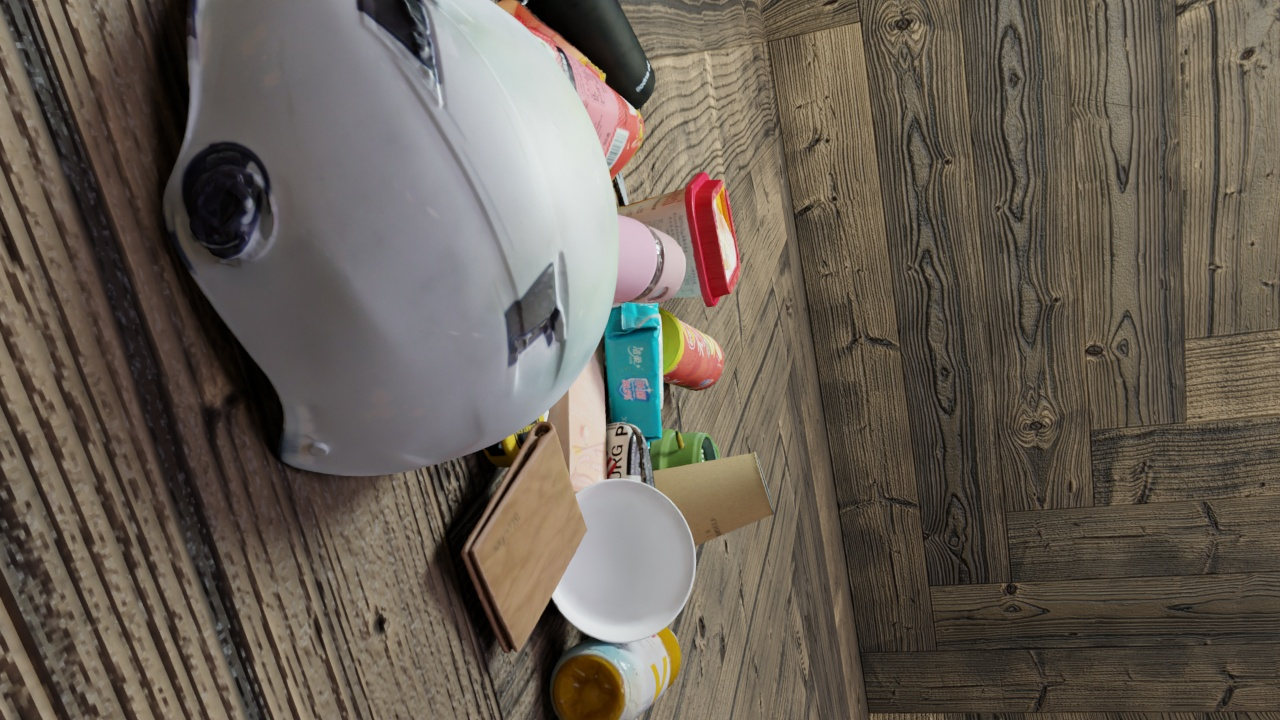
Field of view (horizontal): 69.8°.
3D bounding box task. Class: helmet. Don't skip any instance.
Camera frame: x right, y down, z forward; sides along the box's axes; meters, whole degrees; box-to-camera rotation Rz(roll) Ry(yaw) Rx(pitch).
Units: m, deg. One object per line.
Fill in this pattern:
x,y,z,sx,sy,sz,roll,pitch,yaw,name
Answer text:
-0.091,-0.077,0.443,0.228,0.146,0.259,-44,125,-70,helmet

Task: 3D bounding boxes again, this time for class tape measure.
-0.088,0.043,0.612,0.060,0.029,0.057,-8,92,-68,tape measure

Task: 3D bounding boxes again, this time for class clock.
0.055,0.135,1.016,0.161,0.056,0.116,35,51,-69,clock

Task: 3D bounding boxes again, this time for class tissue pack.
-0.005,0.005,0.818,0.093,0.050,0.134,-93,180,-58,tissue pack

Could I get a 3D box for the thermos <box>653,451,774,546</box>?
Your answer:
0.049,0.136,0.865,0.093,0.143,0.093,-16,89,-83,thermos

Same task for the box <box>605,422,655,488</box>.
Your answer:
-0.017,0.132,0.768,0.069,0.051,0.164,147,-62,-62,box

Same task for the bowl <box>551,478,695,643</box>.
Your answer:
-0.024,0.153,0.698,0.065,0.118,0.118,144,-54,-65,bowl

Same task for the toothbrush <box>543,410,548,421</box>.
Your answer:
-0.084,0.076,0.642,0.017,0.016,0.187,54,32,-40,toothbrush

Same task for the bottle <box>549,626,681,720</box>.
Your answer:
-0.010,0.244,0.728,0.189,0.068,0.068,22,62,-72,bottle

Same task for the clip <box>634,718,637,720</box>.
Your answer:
-0.011,0.306,0.789,0.026,0.038,0.058,45,43,-68,clip

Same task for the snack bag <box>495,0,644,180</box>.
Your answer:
-0.065,-0.200,0.741,0.207,0.073,0.128,-13,104,-69,snack bag

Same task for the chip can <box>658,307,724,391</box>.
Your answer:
0.036,-0.008,0.984,0.216,0.073,0.073,19,66,-74,chip can

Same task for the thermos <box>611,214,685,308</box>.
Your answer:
-0.046,-0.073,0.670,0.198,0.087,0.067,4,56,-57,thermos

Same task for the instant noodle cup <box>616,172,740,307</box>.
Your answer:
0.024,-0.112,0.887,0.116,0.124,0.117,-60,141,-65,instant noodle cup

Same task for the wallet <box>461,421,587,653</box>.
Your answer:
-0.072,0.114,0.590,0.115,0.020,0.101,-63,148,-45,wallet

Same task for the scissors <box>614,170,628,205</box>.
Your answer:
-0.010,-0.149,0.985,0.165,0.014,0.162,53,33,-59,scissors

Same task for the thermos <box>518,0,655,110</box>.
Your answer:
-0.061,-0.301,0.804,0.090,0.068,0.242,-60,154,-6,thermos

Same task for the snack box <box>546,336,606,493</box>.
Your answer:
-0.053,0.034,0.740,0.084,0.026,0.157,42,44,-66,snack box
